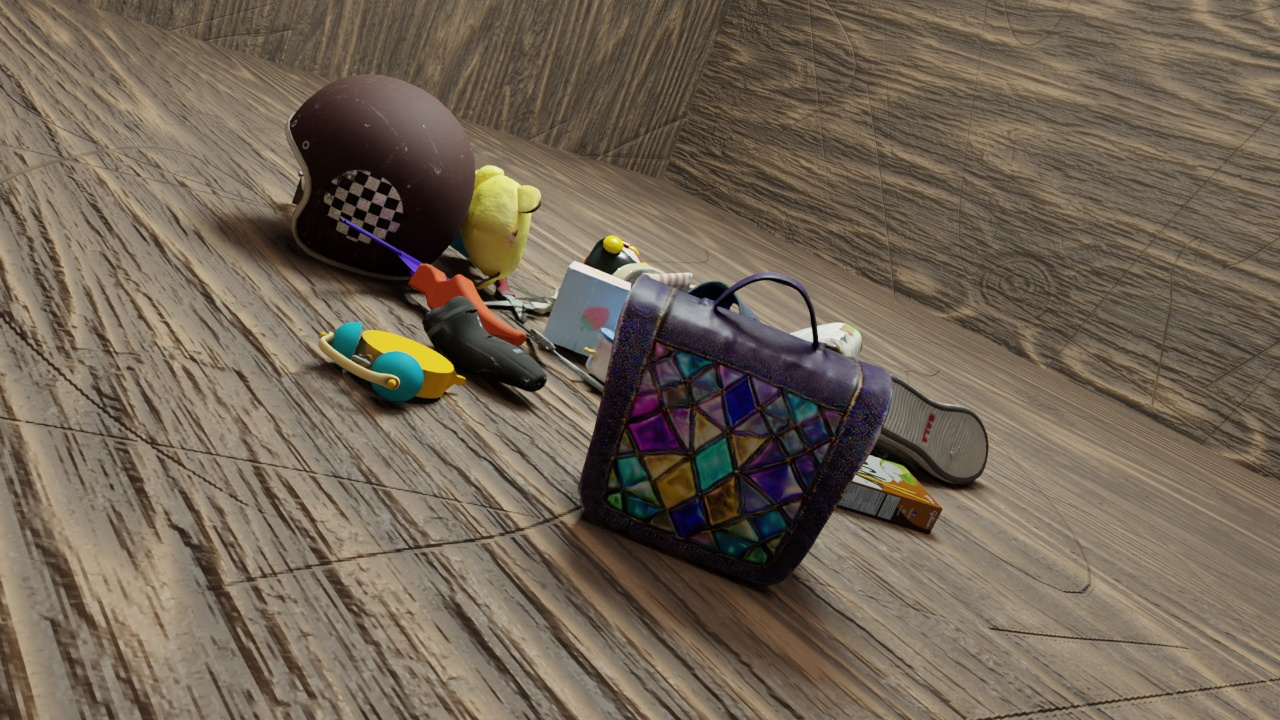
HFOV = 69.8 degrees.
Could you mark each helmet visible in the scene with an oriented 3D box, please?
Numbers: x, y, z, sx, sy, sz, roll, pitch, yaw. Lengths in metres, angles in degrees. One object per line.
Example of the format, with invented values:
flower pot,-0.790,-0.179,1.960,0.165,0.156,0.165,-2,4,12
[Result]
helmet,-0.322,-0.215,1.105,0.234,0.254,0.232,27,25,-7

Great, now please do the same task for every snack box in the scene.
snack box,0.215,0.123,0.980,0.186,0.032,0.101,18,16,-14
snack box,-0.062,-0.060,1.092,0.079,0.093,0.094,21,8,-3

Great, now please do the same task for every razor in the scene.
razor,-0.149,-0.015,0.895,0.140,0.064,0.052,27,17,23

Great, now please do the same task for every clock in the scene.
clock,-0.006,0.006,1.028,0.089,0.052,0.125,33,9,35
clock,-0.216,0.002,0.797,0.099,0.044,0.129,30,10,27

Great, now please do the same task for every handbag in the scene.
handbag,0.205,0.003,1.159,0.072,0.139,0.194,65,20,0
handbag,0.069,0.037,0.718,0.205,0.222,0.125,21,16,2

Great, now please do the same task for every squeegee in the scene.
squeegee,-0.201,-0.064,1.007,0.185,0.055,0.249,31,-1,22

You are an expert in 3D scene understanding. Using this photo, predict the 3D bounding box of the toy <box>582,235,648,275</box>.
toy,-0.040,-0.129,1.365,0.097,0.100,0.119,42,8,-7

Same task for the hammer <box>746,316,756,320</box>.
hammer,0.119,0.051,0.982,0.025,0.118,0.332,16,22,-11

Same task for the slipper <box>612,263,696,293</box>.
slipper,0.035,-0.073,1.255,0.052,0.115,0.262,31,13,28

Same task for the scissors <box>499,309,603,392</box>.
scissors,-0.095,-0.009,1.012,0.165,0.014,0.141,39,-6,-1

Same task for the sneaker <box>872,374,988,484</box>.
sneaker,0.335,0.089,1.177,0.263,0.096,0.129,24,-11,-28

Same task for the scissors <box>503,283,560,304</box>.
scissors,-0.111,-0.077,1.192,0.163,0.013,0.153,30,21,-17

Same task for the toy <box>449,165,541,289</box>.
toy,-0.203,-0.179,1.204,0.084,0.149,0.214,3,18,-25

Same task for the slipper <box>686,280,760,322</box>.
slipper,0.090,-0.054,1.169,0.263,0.083,0.101,0,39,-48

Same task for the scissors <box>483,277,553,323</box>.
scissors,-0.144,-0.079,1.210,0.179,0.015,0.199,13,19,-27
